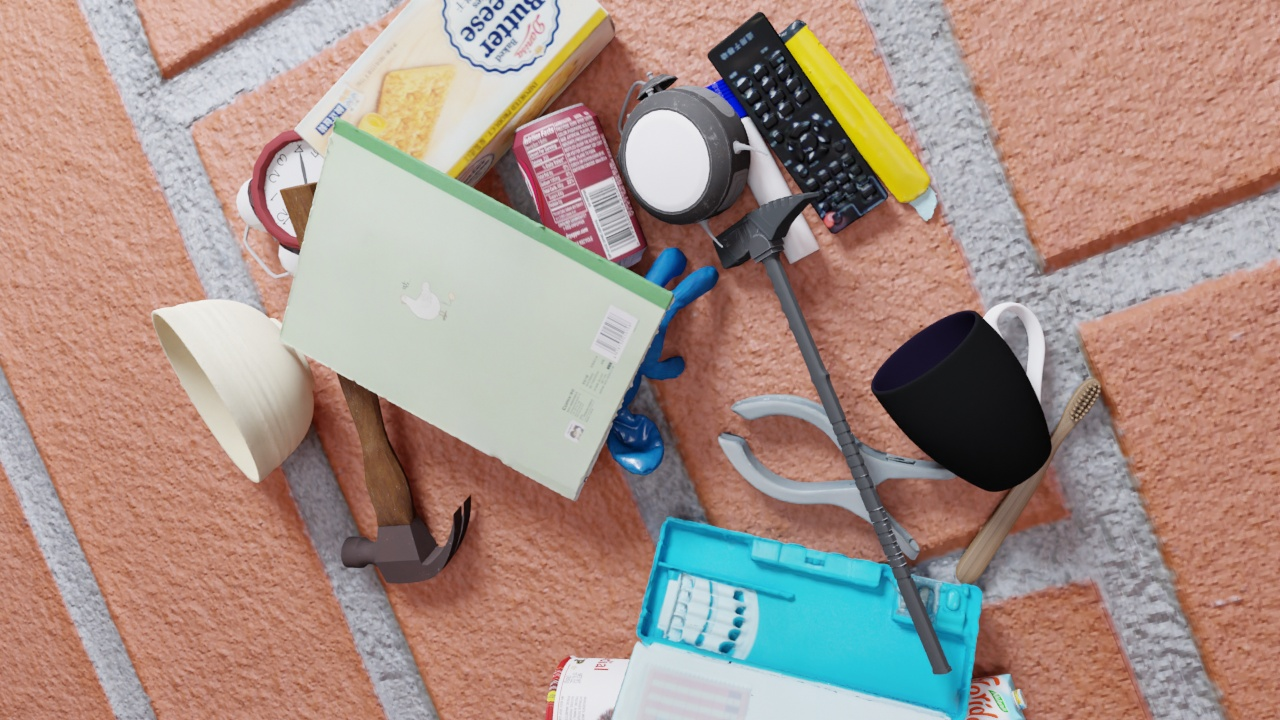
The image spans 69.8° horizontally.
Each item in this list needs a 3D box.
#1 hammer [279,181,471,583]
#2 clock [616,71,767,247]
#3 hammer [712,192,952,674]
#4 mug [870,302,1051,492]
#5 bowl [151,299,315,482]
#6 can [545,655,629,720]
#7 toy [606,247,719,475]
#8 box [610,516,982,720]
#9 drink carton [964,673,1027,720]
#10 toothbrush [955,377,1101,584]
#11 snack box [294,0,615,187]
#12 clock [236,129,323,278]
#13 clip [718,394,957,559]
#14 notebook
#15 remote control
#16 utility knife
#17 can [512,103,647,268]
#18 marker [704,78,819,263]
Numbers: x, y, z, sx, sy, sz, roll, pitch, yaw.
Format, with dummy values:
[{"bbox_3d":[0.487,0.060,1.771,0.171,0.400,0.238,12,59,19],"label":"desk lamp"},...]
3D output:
[{"bbox_3d":[-0.214,0.025,0.707,0.115,0.033,0.323,-7,107,16],"label":"hammer"},{"bbox_3d":[0.024,-0.141,0.624,0.123,0.043,0.091,39,129,19],"label":"clock"},{"bbox_3d":[0.138,0.048,0.601,0.095,0.015,0.325,-30,80,55],"label":"hammer"},{"bbox_3d":[0.226,0.020,0.598,0.118,0.085,0.100,-43,97,-13],"label":"mug"},{"bbox_3d":[-0.306,0.012,0.718,0.151,0.075,0.151,35,143,31],"label":"bowl"},{"bbox_3d":[-0.002,0.268,0.684,0.116,0.086,0.086,-3,97,15],"label":"can"},{"bbox_3d":[-0.004,0.004,0.658,0.113,0.071,0.176,36,106,19],"label":"toy"},{"bbox_3d":[0.105,0.215,0.628,0.227,0.056,0.184,10,62,14],"label":"box"},{"bbox_3d":[0.206,0.254,0.649,0.129,0.044,0.039,-14,122,16],"label":"drink carton"},{"bbox_3d":[0.263,0.084,0.624,0.016,0.016,0.167,30,105,10],"label":"toothbrush"},{"bbox_3d":[-0.125,-0.194,0.638,0.104,0.057,0.208,45,96,-4],"label":"snack box"},{"bbox_3d":[-0.257,-0.123,0.713,0.138,0.048,0.096,-42,87,15],"label":"clock"},{"bbox_3d":[0.141,0.061,0.646,0.163,0.028,0.108,27,106,9],"label":"clip"},{"bbox_3d":[-0.123,-0.029,0.632,0.252,0.010,0.182,28,119,4],"label":"notebook"},{"bbox_3d":[0.107,-0.159,0.620,0.047,0.022,0.150,-34,96,20],"label":"remote control"},{"bbox_3d":[0.146,-0.160,0.617,0.031,0.017,0.163,-39,87,34],"label":"utility knife"},{"bbox_3d":[-0.042,-0.115,0.642,0.063,0.063,0.114,-18,103,17],"label":"can"},{"bbox_3d":[0.082,-0.130,0.634,0.027,0.023,0.133,-28,91,-26],"label":"marker"}]
